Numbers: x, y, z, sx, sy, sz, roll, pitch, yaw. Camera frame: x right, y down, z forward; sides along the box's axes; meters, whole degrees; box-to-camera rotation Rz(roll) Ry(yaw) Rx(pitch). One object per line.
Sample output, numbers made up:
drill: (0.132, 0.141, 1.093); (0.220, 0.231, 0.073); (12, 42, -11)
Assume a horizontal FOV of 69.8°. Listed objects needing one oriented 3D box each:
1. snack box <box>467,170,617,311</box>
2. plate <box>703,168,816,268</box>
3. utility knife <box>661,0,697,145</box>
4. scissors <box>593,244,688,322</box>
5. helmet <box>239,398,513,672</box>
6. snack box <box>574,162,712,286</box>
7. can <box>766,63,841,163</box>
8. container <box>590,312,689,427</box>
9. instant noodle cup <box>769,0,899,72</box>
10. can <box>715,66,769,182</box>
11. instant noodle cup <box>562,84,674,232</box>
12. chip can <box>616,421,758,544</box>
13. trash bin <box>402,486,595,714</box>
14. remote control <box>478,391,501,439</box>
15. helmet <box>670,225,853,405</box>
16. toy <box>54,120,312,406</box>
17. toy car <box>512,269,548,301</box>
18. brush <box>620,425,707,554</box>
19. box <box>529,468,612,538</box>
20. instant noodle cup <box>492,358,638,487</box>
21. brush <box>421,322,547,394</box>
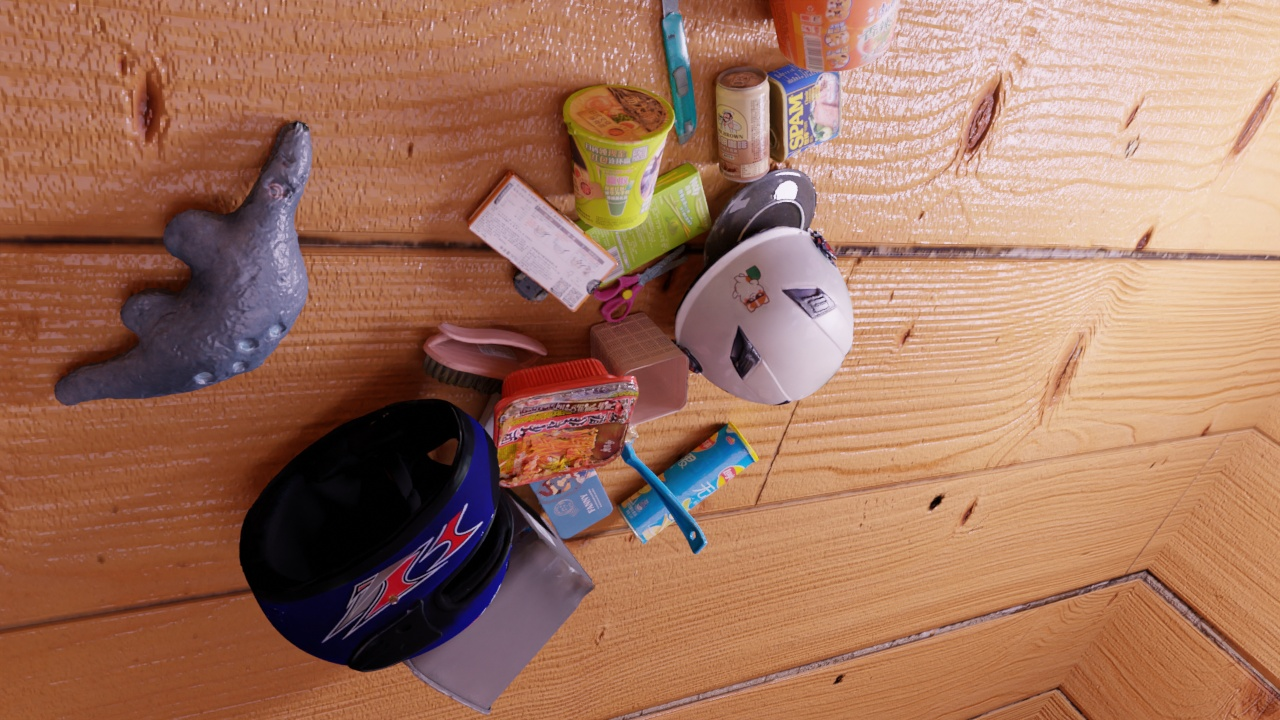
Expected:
snack box: (-0.104, -0.126, 0.987); (0.153, 0.026, 0.075); (39, 101, -24)
plate: (0.155, -0.155, 1.142); (0.179, 0.024, 0.180); (-24, 140, -22)
utility knife: (0.040, -0.310, 0.971); (0.029, 0.013, 0.182); (-26, 135, -13)
scissors: (0.000, -0.106, 1.114); (0.137, 0.017, 0.073); (-39, 127, -5)
helmet: (-0.260, 0.200, 1.018); (0.316, 0.247, 0.240); (-29, 137, 9)
snack box: (0.005, -0.157, 1.064); (0.156, 0.026, 0.086); (-30, 136, -8)
can: (0.181, -0.289, 1.046); (0.083, 0.057, 0.102); (-26, 135, -15)
container: (-0.007, 0.007, 1.129); (0.089, 0.111, 0.090); (-17, 132, -20)
instant noodle cup: (0.197, -0.374, 0.931); (0.151, 0.151, 0.111); (-29, 143, -9)
can: (0.115, -0.262, 1.025); (0.058, 0.058, 0.116); (-22, 133, -16)
instant noodle cup: (-0.026, -0.205, 0.957); (0.111, 0.111, 0.124); (-16, 139, -21)
chip can: (0.069, 0.179, 1.345); (0.210, 0.071, 0.071); (-36, 136, -1)
trash bin: (-0.202, 0.300, 1.200); (0.219, 0.199, 0.198); (-43, 136, -4)
remote control: (-0.185, 0.099, 1.157); (0.058, 0.021, 0.150); (12, 118, -38)
helmet: (0.170, -0.033, 1.130); (0.230, 0.157, 0.274); (-39, 159, 4)
toy: (-0.394, -0.061, 0.860); (0.138, 0.091, 0.357); (39, 99, -17)
toy car: (-0.104, -0.106, 1.029); (0.090, 0.034, 0.043); (-42, 119, 6)
brush: (0.005, 0.134, 1.153); (0.045, 0.254, 0.083); (-6, 141, -50)
box: (-0.103, 0.163, 1.234); (0.089, 0.061, 0.184); (-30, 134, -7)
instant noodle cup: (-0.095, 0.067, 1.057); (0.164, 0.079, 0.189); (-9, 145, -18)
brush: (-0.179, -0.004, 1.049); (0.145, 0.063, 0.073); (15, 120, -37)
